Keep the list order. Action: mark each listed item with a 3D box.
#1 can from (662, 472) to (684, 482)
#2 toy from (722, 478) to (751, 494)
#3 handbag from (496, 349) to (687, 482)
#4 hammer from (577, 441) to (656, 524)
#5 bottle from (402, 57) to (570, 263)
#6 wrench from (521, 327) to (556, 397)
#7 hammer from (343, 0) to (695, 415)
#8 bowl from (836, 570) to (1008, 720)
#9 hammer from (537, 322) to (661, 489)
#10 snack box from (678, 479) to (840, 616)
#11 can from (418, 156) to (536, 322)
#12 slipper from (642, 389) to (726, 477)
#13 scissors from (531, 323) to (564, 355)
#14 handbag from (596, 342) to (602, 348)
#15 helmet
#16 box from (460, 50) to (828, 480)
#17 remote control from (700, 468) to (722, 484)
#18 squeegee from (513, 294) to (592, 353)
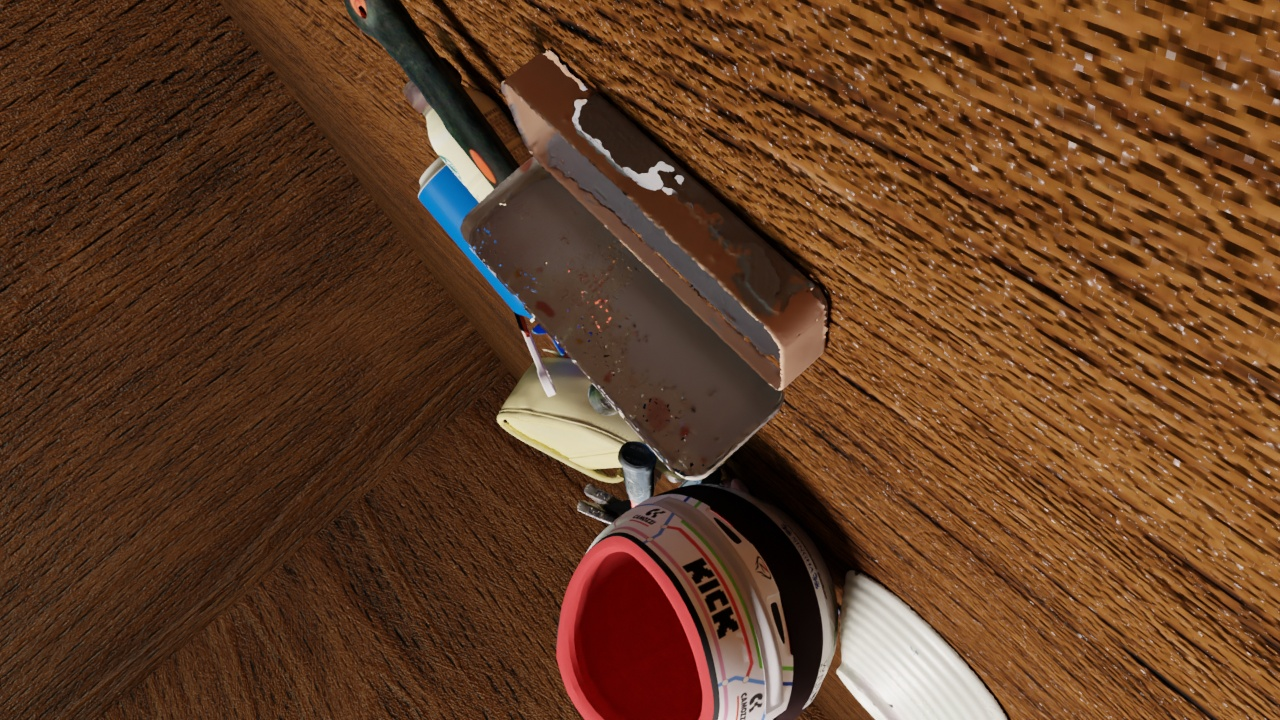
[{"bbox_3d":[0.022,0.100,1.102,0.106,0.044,0.044,42,169,38],"label":"can"},{"bbox_3d":[0.109,0.163,0.971,0.095,0.041,0.109,47,165,24],"label":"toy"},{"bbox_3d":[-0.047,0.070,1.039,0.191,0.088,0.233,37,158,-20],"label":"handbag"},{"bbox_3d":[-0.009,0.146,1.014,0.140,0.036,0.327,21,160,9],"label":"hammer"},{"bbox_3d":[-0.104,-0.141,0.663,0.162,0.056,0.056,51,171,-9],"label":"bottle"},{"bbox_3d":[-0.143,-0.089,0.944,0.047,0.009,0.273,81,165,-84],"label":"wrench"},{"bbox_3d":[-0.084,-0.113,0.603,0.333,0.033,0.133,52,144,-5],"label":"hammer"},{"bbox_3d":[0.216,0.267,0.773,0.177,0.071,0.177,48,171,10],"label":"bowl"},{"bbox_3d":[-0.067,0.024,1.178,0.316,0.036,0.126,57,-165,-11],"label":"hammer"},{"bbox_3d":[0.130,0.223,1.052,0.226,0.059,0.059,47,174,20],"label":"snack box"},{"bbox_3d":[-0.111,-0.109,0.759,0.146,0.079,0.079,50,171,-6],"label":"can"},{"bbox_3d":[0.033,0.060,0.843,0.104,0.059,0.214,50,170,12],"label":"slipper"},{"bbox_3d":[-0.108,-0.046,1.017,0.105,0.019,0.131,42,-170,0],"label":"scissors"},{"bbox_3d":[-0.097,-0.071,1.056,0.178,0.027,0.084,43,172,7],"label":"handbag"},{"bbox_3d":[0.066,0.231,0.843,0.231,0.235,0.315,61,143,20],"label":"helmet"},{"bbox_3d":[-0.011,-0.052,0.477,0.216,0.096,0.105,46,166,22],"label":"box"},{"bbox_3d":[0.070,0.155,0.993,0.039,0.010,0.125,-101,15,-46],"label":"remote control"},{"bbox_3d":[-0.095,-0.065,0.942,0.185,0.055,0.249,57,-174,-47],"label":"squeegee"}]
